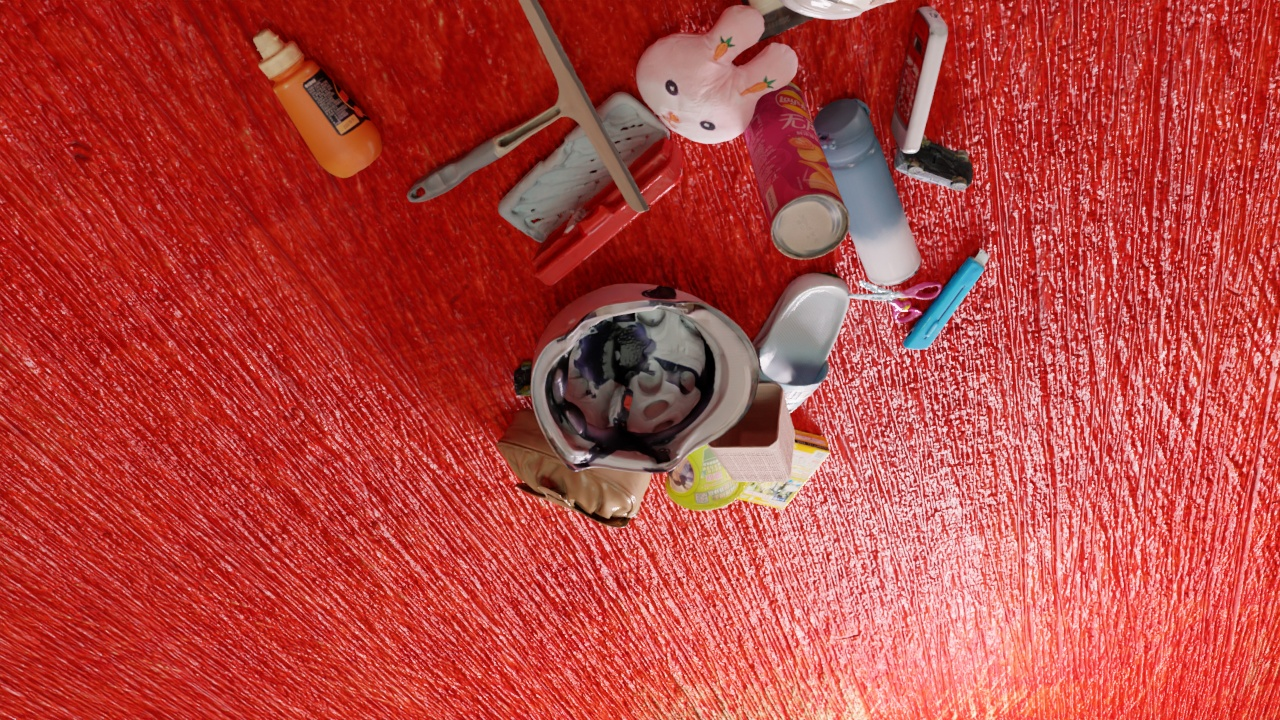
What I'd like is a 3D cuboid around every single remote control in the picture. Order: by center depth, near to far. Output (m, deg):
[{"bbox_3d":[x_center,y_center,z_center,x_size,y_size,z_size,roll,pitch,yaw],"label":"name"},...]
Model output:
[{"bbox_3d":[0.272,-0.274,0.903,0.020,0.055,0.136,-3,134,-4],"label":"remote control"}]

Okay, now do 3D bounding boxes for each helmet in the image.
[{"bbox_3d":[-0.006,0.006,1.078,0.258,0.145,0.229,-11,119,-12],"label":"helmet"}]

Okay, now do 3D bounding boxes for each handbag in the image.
[{"bbox_3d":[-0.089,0.147,1.202,0.205,0.099,0.148,18,150,23],"label":"handbag"}]

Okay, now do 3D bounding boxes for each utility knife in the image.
[{"bbox_3d":[0.377,-0.073,1.125,0.034,0.018,0.160,14,129,-16],"label":"utility knife"}]

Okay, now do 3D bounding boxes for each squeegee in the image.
[{"bbox_3d":[-0.142,-0.217,0.928,0.247,0.039,0.246,-22,105,30],"label":"squeegee"}]

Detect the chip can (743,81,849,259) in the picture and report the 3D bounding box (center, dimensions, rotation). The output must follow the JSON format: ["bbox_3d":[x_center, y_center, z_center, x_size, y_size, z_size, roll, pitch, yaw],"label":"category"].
[{"bbox_3d":[0.141,-0.185,0.870,0.071,0.210,0.071,-2,134,-3],"label":"chip can"}]

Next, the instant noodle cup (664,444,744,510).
[{"bbox_3d":[0.082,0.119,1.230,0.112,0.111,0.124,-8,126,3],"label":"instant noodle cup"}]

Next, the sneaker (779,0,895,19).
[{"bbox_3d":[0.228,-0.339,0.761,0.242,0.090,0.090,-21,124,-12],"label":"sneaker"}]

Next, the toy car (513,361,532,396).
[{"bbox_3d":[-0.116,0.019,1.159,0.090,0.042,0.035,-16,155,17],"label":"toy car"}]

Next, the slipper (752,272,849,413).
[{"bbox_3d":[0.190,-0.002,1.140,0.104,0.074,0.246,10,130,-14],"label":"slipper"}]

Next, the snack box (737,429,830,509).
[{"bbox_3d":[0.199,0.155,1.317,0.087,0.033,0.141,14,129,-17],"label":"snack box"}]

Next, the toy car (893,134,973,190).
[{"bbox_3d":[0.313,-0.208,0.978,0.090,0.042,0.034,14,158,-13],"label":"toy car"}]

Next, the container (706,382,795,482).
[{"bbox_3d":[0.142,0.095,1.143,0.090,0.089,0.111,-3,146,22],"label":"container"}]

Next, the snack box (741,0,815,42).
[{"bbox_3d":[0.131,-0.367,0.806,0.113,0.053,0.126,-19,133,13],"label":"snack box"}]

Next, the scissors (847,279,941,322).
[{"bbox_3d":[0.306,-0.082,1.094,0.137,0.017,0.084,18,132,-39],"label":"scissors"}]

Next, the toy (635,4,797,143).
[{"bbox_3d":[0.068,-0.267,0.866,0.121,0.054,0.160,40,144,-20],"label":"toy"}]

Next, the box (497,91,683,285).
[{"bbox_3d":[-0.059,-0.179,0.951,0.202,0.095,0.101,-36,116,28],"label":"box"}]

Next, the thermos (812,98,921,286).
[{"bbox_3d":[0.244,-0.178,0.986,0.070,0.070,0.220,-21,131,15],"label":"thermos"}]

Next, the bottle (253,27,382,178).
[{"bbox_3d":[-0.315,-0.250,0.882,0.067,0.066,0.149,-23,123,17],"label":"bottle"}]
